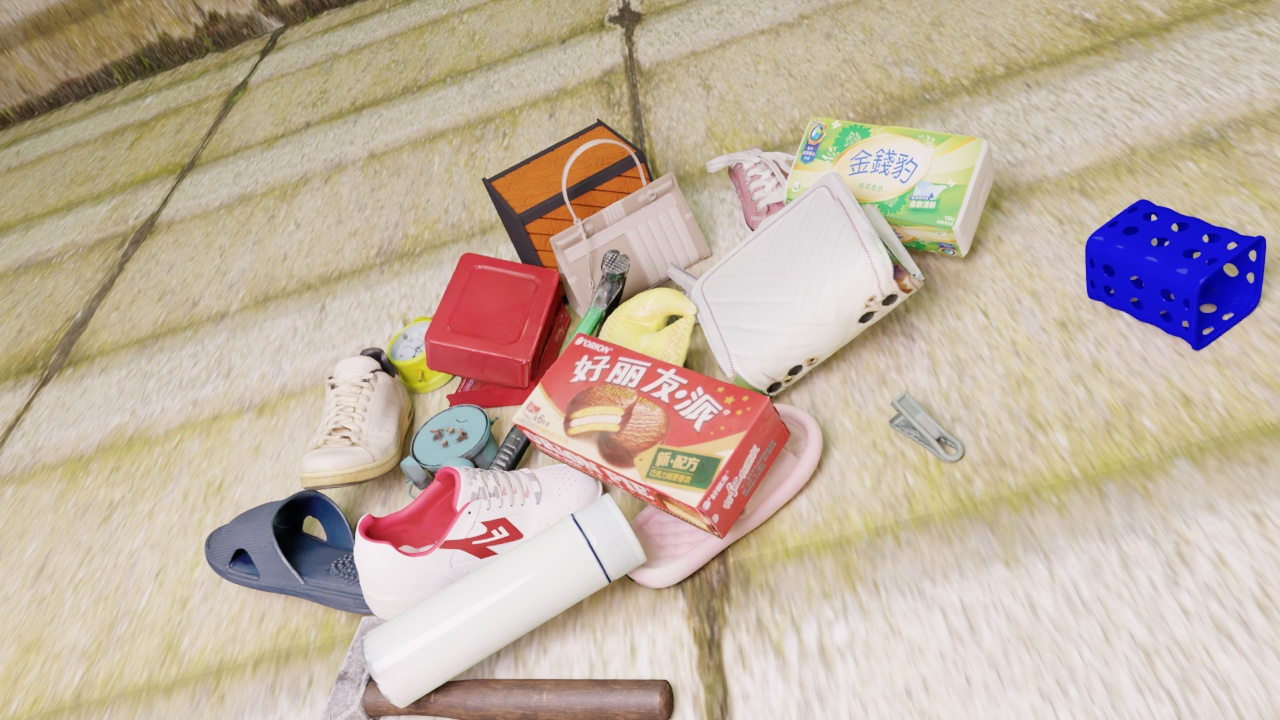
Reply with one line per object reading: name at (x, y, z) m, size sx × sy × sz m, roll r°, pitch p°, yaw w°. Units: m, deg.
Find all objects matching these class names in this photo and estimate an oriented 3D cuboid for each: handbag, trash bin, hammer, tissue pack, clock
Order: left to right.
clock at (-0.258, -0.016, 1.121) m, size 0.083 × 0.057 × 0.118 m, roll 2°, pitch 51°, yaw 30°
clock at (-0.198, 0.101, 0.961) m, size 0.090 × 0.053 × 0.124 m, roll -1°, pitch 43°, yaw 27°
hammer at (-0.125, 0.299, 0.711) m, size 0.301 × 0.037 × 0.217 m, roll -7°, pitch 41°, yaw 18°
hammer at (-0.098, 0.036, 0.961) m, size 0.032 × 0.130 × 0.317 m, roll 28°, pitch 64°, yaw 4°
trash bin at (-0.078, -0.188, 1.166) m, size 0.171 × 0.140 × 0.139 m, roll -30°, pitch 39°, yaw -9°
handbag at (-0.028, -0.168, 1.072) m, size 0.175 × 0.198 × 0.062 m, roll -30°, pitch 39°, yaw -9°
handbag at (0.161, -0.064, 0.892) m, size 0.199 × 0.096 × 0.141 m, roll -38°, pitch 49°, yaw 23°
tissue pack at (0.271, -0.174, 0.988) m, size 0.198 × 0.141 × 0.120 m, roll 24°, pitch 86°, yaw 31°

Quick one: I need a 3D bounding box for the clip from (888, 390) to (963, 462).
clip at (0.252, 0.063, 0.806) m, size 0.023 × 0.061 × 0.076 m, roll -37°, pitch 56°, yaw -14°

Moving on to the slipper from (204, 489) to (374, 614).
slipper at (-0.326, 0.174, 0.890) m, size 0.264 × 0.082 × 0.101 m, roll 8°, pitch 18°, yaw 28°

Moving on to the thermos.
thermos at (-0.107, 0.191, 0.743) m, size 0.230 × 0.068 × 0.068 m, roll -30°, pitch 39°, yaw -9°

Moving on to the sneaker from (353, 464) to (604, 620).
sneaker at (-0.139, 0.134, 0.818) m, size 0.236 × 0.104 × 0.090 m, roll -19°, pitch 36°, yaw -23°

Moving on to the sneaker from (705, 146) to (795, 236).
sneaker at (0.153, -0.215, 1.127) m, size 0.118 × 0.088 × 0.240 m, roll -20°, pitch 38°, yaw 3°

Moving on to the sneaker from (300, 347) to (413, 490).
sneaker at (-0.300, 0.052, 0.977) m, size 0.089 × 0.102 × 0.241 m, roll -5°, pitch 19°, yaw 0°

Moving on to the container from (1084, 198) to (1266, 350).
container at (0.472, -0.080, 0.819) m, size 0.085 × 0.084 × 0.113 m, roll -33°, pitch 39°, yaw -11°

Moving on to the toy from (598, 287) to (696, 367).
toy at (-0.006, 0.006, 0.948) m, size 0.155 × 0.064 × 0.170 m, roll -19°, pitch 51°, yaw 46°

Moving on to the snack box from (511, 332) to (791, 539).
snack box at (0.004, 0.059, 0.815) m, size 0.237 × 0.060 × 0.113 m, roll 20°, pitch 65°, yaw 41°

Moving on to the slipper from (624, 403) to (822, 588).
slipper at (0.066, 0.113, 0.816) m, size 0.221 × 0.056 × 0.107 m, roll -40°, pitch 40°, yaw -17°

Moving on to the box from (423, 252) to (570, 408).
box at (-0.161, -0.039, 1.051) m, size 0.137 × 0.127 × 0.157 m, roll -3°, pitch 42°, yaw 16°

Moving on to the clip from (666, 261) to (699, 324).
clip at (0.066, -0.072, 1.034) m, size 0.054 × 0.101 × 0.043 m, roll -50°, pitch 15°, yaw 45°
